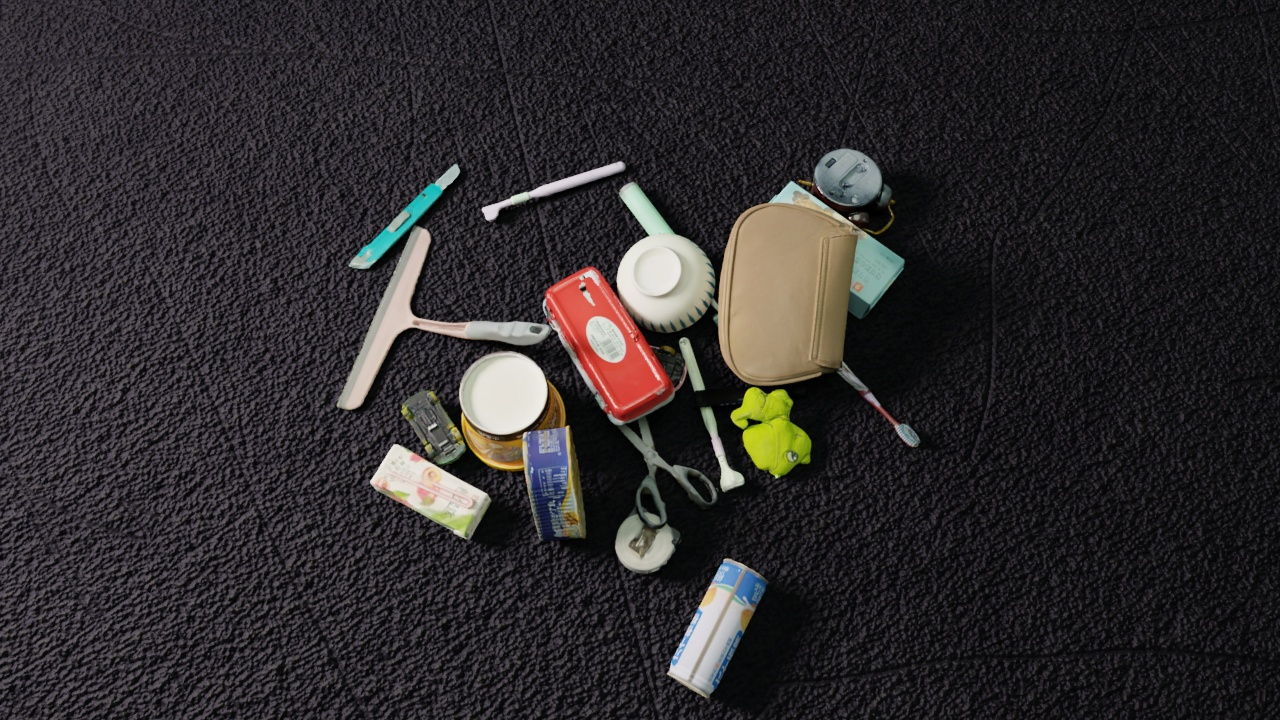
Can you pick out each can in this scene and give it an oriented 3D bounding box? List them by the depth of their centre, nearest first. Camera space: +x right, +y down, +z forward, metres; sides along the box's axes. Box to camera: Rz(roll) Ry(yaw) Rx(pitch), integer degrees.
[{"bbox_3d":[0.081,0.279,0.960,0.053,0.053,0.134,28,73,9],"label":"can"},{"bbox_3d":[-0.089,0.132,0.965,0.049,0.148,0.074,-7,43,-2],"label":"can"}]

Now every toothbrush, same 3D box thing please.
[{"bbox_3d":[0.077,0.059,1.056,0.029,0.020,0.189,-27,68,24],"label":"toothbrush"},{"bbox_3d":[0.256,0.029,1.068,0.016,0.017,0.187,-38,76,-14],"label":"toothbrush"},{"bbox_3d":[0.045,-0.128,1.117,0.027,0.026,0.224,-37,75,4],"label":"toothbrush"},{"bbox_3d":[-0.106,-0.213,1.149,0.189,0.021,0.029,-21,40,-9],"label":"toothbrush"}]

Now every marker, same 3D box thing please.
[{"bbox_3d":[0.126,0.038,1.052,0.132,0.020,0.022,-5,55,-13],"label":"marker"}]

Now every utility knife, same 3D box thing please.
[{"bbox_3d":[-0.289,-0.179,1.137,0.029,0.013,0.186,34,73,22],"label":"utility knife"}]

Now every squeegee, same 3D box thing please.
[{"bbox_3d":[-0.201,-0.037,1.051,0.250,0.040,0.247,6,67,29],"label":"squeegee"}]

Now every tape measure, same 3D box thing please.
[{"bbox_3d":[0.005,0.198,0.998,0.066,0.034,0.066,30,73,11],"label":"tape measure"}]

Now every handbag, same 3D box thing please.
[{"bbox_3d":[0.163,-0.074,1.041,0.148,0.099,0.204,6,98,2],"label":"handbag"}]

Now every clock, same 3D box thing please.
[{"bbox_3d":[0.260,-0.204,1.130,0.122,0.055,0.082,43,74,12],"label":"clock"}]

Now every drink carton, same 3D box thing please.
[{"bbox_3d":[-0.229,0.144,1.008,0.122,0.045,0.053,27,71,8],"label":"drink carton"}]

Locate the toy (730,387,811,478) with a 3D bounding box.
[{"bbox_3d":[0.147,0.082,1.033,0.096,0.031,0.100,5,87,-10],"label":"toy"}]

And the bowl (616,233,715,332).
[{"bbox_3d":[0.025,-0.095,1.067,0.116,0.066,0.116,-2,80,13],"label":"bowl"}]

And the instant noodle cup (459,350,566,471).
[{"bbox_3d":[-0.144,0.051,1.006,0.118,0.114,0.118,0,70,-1],"label":"instant noodle cup"}]

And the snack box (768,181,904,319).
[{"bbox_3d":[0.223,-0.133,1.106,0.175,0.052,0.074,38,75,12],"label":"snack box"}]

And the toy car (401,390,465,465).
[{"bbox_3d":[-0.233,0.077,1.037,0.043,0.036,0.091,-33,75,-10],"label":"toy car"}]

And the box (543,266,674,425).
[{"bbox_3d":[-0.040,-0.017,1.045,0.086,0.047,0.201,-30,60,-5],"label":"box"}]

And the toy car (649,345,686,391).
[{"bbox_3d":[-0.006,0.006,1.065,0.122,0.037,0.056,13,64,17],"label":"toy car"}]

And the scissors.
[{"bbox_3d":[0.016,0.111,1.023,0.159,0.014,0.177,21,50,-9],"label":"scissors"}]
